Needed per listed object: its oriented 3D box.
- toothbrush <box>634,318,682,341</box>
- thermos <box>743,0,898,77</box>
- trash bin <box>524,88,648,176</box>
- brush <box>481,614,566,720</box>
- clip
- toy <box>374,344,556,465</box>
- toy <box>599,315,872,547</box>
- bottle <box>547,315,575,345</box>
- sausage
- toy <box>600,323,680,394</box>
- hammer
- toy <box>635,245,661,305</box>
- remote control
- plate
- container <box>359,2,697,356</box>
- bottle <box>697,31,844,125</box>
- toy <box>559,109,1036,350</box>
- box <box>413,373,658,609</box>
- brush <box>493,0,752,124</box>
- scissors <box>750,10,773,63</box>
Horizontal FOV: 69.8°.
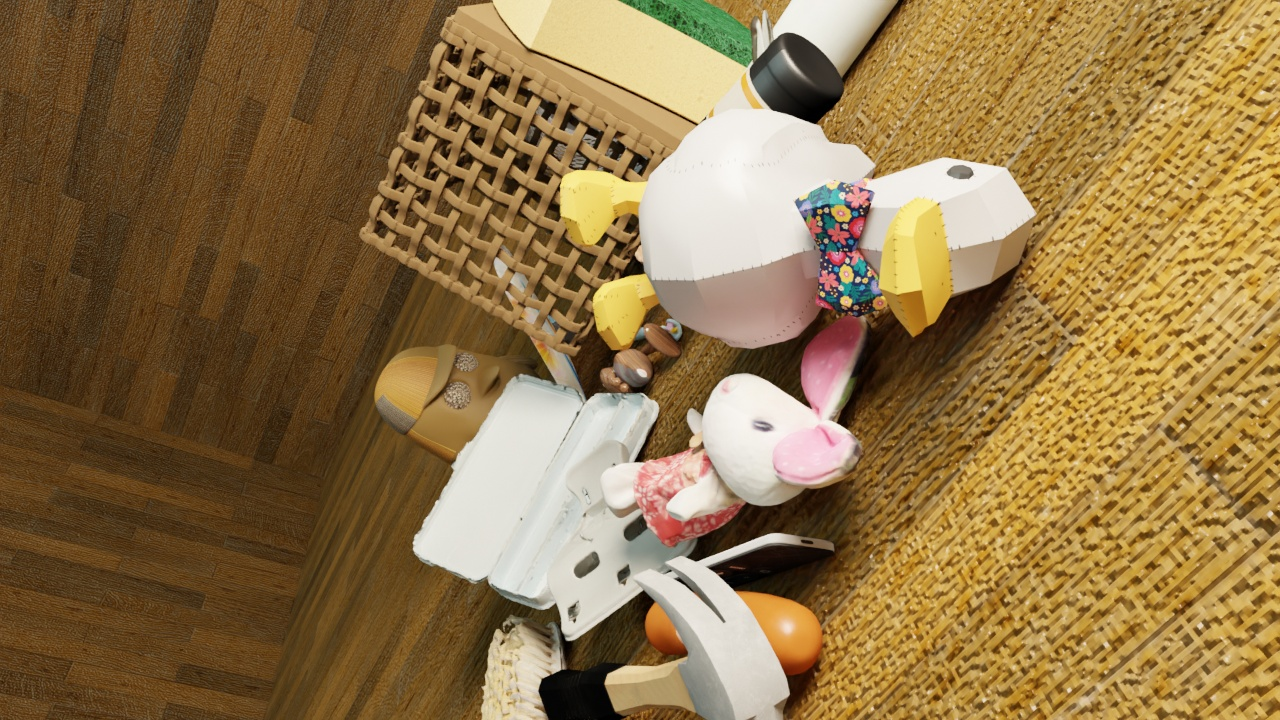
[{"bbox_3d":[0.002,-0.026,0.887,0.155,0.016,0.022,-3,105,67],"label":"toothbrush"},{"bbox_3d":[0.128,-0.236,0.703,0.231,0.068,0.067,-54,25,35],"label":"thermos"},{"bbox_3d":[-0.067,-0.318,1.147,0.157,0.156,0.183,-58,21,28],"label":"trash bin"},{"bbox_3d":[-0.094,0.325,0.732,0.083,0.056,0.270,-58,23,31],"label":"brush"},{"bbox_3d":[-0.013,0.128,0.684,0.125,0.074,0.143,-37,26,13],"label":"clip"},{"bbox_3d":[-0.195,0.048,1.040,0.163,0.203,0.198,-49,28,42],"label":"toy"},{"bbox_3d":[0.059,0.054,0.561,0.195,0.084,0.158,-31,19,36],"label":"toy"},{"bbox_3d":[-0.111,-0.037,1.144,0.040,0.040,0.130,-68,21,2],"label":"bottle"},{"bbox_3d":[0.053,0.159,0.546,0.044,0.039,0.165,-41,7,-27],"label":"sausage"},{"bbox_3d":[-0.005,0.005,0.843,0.054,0.041,0.102,-52,6,-19],"label":"toy"},{"bbox_3d":[-0.005,0.212,0.592,0.131,0.039,0.329,67,152,12],"label":"hammer"},{"bbox_3d":[0.057,-0.092,0.755,0.085,0.074,0.105,-7,36,33],"label":"toy"},{"bbox_3d":[0.057,0.128,0.561,0.147,0.045,0.008,-39,44,53],"label":"remote control"},{"bbox_3d":[-0.105,-0.036,0.982,0.016,0.187,0.187,-28,24,-1],"label":"plate"},{"bbox_3d":[-0.083,-0.186,0.871,0.215,0.219,0.251,-59,3,25],"label":"container"},{"bbox_3d":[0.063,-0.149,0.662,0.182,0.059,0.059,-42,33,40],"label":"bottle"},{"bbox_3d":[0.089,-0.079,0.540,0.268,0.141,0.245,-5,25,29],"label":"toy"},{"bbox_3d":[-0.093,0.110,0.823,0.193,0.061,0.209,3,55,41],"label":"box"},{"bbox_3d":[-0.001,-0.297,0.817,0.075,0.250,0.194,-59,30,25],"label":"brush"},{"bbox_3d":[0.100,-0.160,0.677,0.146,0.015,0.188,44,128,47],"label":"scissors"}]
